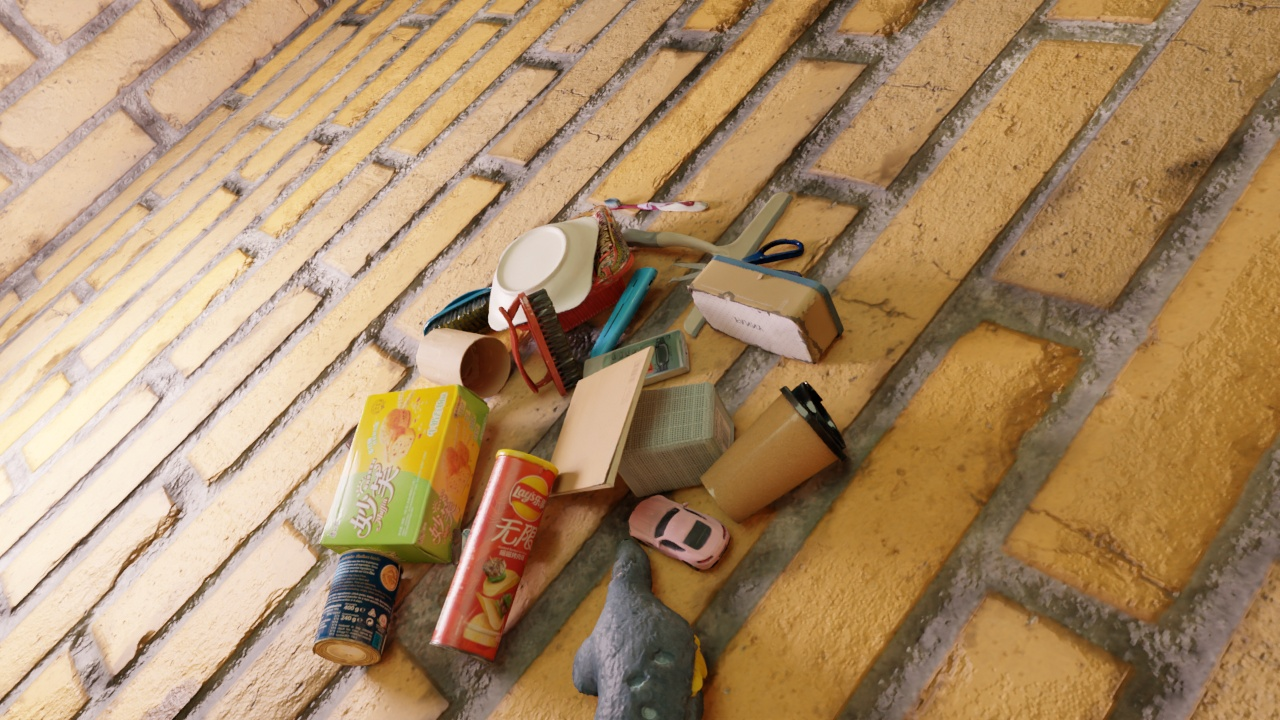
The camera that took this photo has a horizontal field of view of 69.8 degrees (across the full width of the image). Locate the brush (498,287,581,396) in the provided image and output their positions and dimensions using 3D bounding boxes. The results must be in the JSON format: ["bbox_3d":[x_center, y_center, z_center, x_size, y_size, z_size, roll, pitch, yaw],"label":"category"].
[{"bbox_3d":[-0.127,-0.023,1.134,0.069,0.146,0.063,-24,40,-8],"label":"brush"}]

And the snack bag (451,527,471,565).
[{"bbox_3d":[-0.170,0.206,1.042,0.105,0.026,0.045,-13,62,23],"label":"snack bag"}]

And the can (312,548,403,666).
[{"bbox_3d":[-0.317,0.280,1.035,0.075,0.075,0.111,-15,46,22],"label":"can"}]

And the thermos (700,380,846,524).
[{"bbox_3d":[0.132,0.093,0.906,0.143,0.093,0.093,-40,41,7],"label":"thermos"}]

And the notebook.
[{"bbox_3d":[-0.051,0.072,0.991,0.212,0.012,0.149,-25,44,64],"label":"notebook"}]

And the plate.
[{"bbox_3d":[-0.134,-0.123,1.202,0.165,0.034,0.163,-14,51,25],"label":"plate"}]

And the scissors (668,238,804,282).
[{"bbox_3d":[0.124,-0.121,1.137,0.169,0.012,0.146,28,64,34],"label":"scissors"}]

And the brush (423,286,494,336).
[{"bbox_3d":[-0.249,-0.066,1.323,0.144,0.055,0.073,-27,43,11],"label":"brush"}]

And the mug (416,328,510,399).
[{"bbox_3d":[-0.244,0.021,1.234,0.104,0.084,0.124,12,86,42],"label":"mug"}]

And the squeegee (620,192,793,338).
[{"bbox_3d":[0.040,-0.157,1.229,0.247,0.039,0.246,17,62,42],"label":"squeegee"}]

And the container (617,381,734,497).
[{"bbox_3d":[0.036,0.082,0.975,0.112,0.090,0.090,-12,47,21],"label":"container"}]

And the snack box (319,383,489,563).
[{"bbox_3d":[-0.286,0.139,1.126,0.158,0.070,0.209,-7,58,29],"label":"snack box"}]

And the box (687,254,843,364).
[{"bbox_3d":[0.143,-0.057,1.033,0.184,0.090,0.059,21,64,41],"label":"box"}]

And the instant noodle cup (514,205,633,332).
[{"bbox_3d":[-0.096,-0.113,1.248,0.189,0.079,0.164,-29,42,7],"label":"instant noodle cup"}]

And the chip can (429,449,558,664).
[{"bbox_3d":[-0.153,0.204,0.971,0.073,0.073,0.216,2,64,35],"label":"chip can"}]

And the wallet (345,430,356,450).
[{"bbox_3d":[-0.348,0.111,1.254,0.096,0.020,0.122,-48,44,-6],"label":"wallet"}]

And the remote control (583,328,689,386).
[{"bbox_3d":[-0.007,0.007,1.116,0.135,0.019,0.056,-18,57,19],"label":"remote control"}]

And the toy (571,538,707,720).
[{"bbox_3d":[-0.004,0.298,0.811,0.138,0.091,0.355,-41,31,38],"label":"toy"}]

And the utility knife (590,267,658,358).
[{"bbox_3d":[-0.029,-0.049,1.178,0.034,0.018,0.166,18,74,45],"label":"utility knife"}]

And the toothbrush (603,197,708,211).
[{"bbox_3d":[0.020,-0.226,1.321,0.188,0.017,0.016,8,58,39],"label":"toothbrush"}]

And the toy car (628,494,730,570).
[{"bbox_3d":[0.036,0.172,0.931,0.122,0.037,0.056,15,60,43],"label":"toy car"}]
